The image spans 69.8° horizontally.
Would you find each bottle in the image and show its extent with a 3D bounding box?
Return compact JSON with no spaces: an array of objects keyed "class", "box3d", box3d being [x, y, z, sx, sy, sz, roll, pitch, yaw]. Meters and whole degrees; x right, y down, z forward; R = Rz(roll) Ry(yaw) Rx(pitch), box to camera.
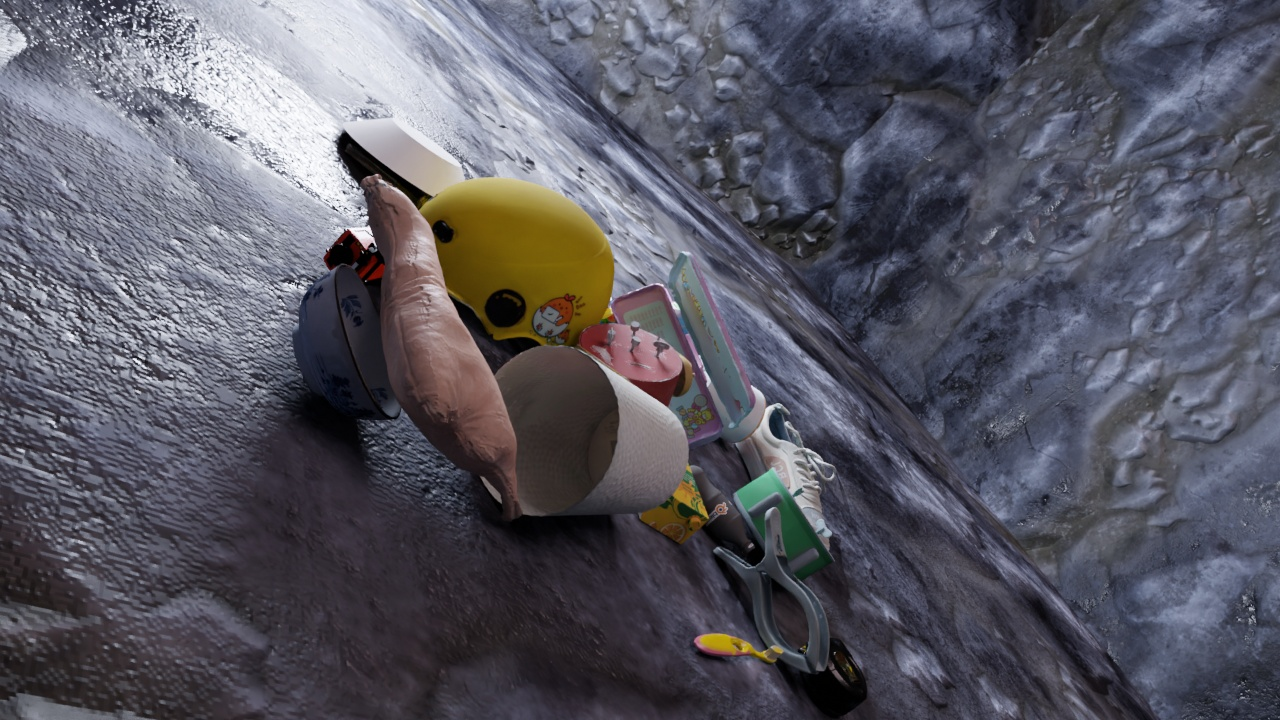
[{"class":"bottle","box3d":[0.081,0.162,0.985,0.110,0.036,0.036,49,17,12]}]

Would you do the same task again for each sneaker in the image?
[{"class":"sneaker","box3d":[0.202,0.149,1.221,0.089,0.091,0.242,34,20,-36]}]

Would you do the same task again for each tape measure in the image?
[{"class":"tape measure","box3d":[0.187,0.305,0.892,0.071,0.042,0.072,28,26,-54]}]

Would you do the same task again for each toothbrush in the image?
[{"class":"toothbrush","box3d":[0.089,0.256,0.814,0.135,0.016,0.021,28,25,-47]}]

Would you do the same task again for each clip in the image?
[{"class":"clip","box3d":[0.127,0.234,0.900,0.027,0.091,0.162,27,38,-49]}]

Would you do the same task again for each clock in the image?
[{"class":"clock","box3d":[0.165,0.185,1.044,0.122,0.075,0.161,57,3,7]},{"class":"clock","box3d":[-0.006,0.006,0.965,0.117,0.081,0.158,34,32,27]}]

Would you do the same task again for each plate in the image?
[{"class":"plate","box3d":[-0.258,-0.238,1.068,0.174,0.036,0.174,36,10,-7]}]

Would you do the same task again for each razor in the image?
[{"class":"razor","box3d":[-0.280,-0.201,1.010,0.106,0.026,0.042,38,18,-9]}]

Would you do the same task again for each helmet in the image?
[{"class":"helmet","box3d":[-0.124,-0.120,0.981,0.240,0.140,0.209,33,20,-35]}]

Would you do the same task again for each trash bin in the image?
[{"class":"trash bin","box3d":[-0.039,0.069,0.768,0.133,0.133,0.161,54,14,27]}]

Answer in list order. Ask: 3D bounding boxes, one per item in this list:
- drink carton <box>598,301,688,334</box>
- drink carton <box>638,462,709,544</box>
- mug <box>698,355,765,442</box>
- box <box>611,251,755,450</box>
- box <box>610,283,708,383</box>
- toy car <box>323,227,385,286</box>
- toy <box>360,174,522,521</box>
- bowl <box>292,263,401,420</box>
[{"class":"drink carton","box3d":[0.000,-0.050,1.163,0.044,0.129,0.039,-91,176,-67]},{"class":"drink carton","box3d":[0.023,0.125,0.927,0.058,0.041,0.122,36,18,-30]},{"class":"mug","box3d":[0.104,0.052,1.230,0.105,0.082,0.082,35,20,-31]},{"class":"box","box3d":[0.054,-0.009,1.080,0.062,0.140,0.214,10,52,-52]},{"class":"box","box3d":[0.028,-0.005,1.220,0.230,0.084,0.091,-111,180,-55]},{"class":"toy car","box3d":[-0.231,-0.089,0.799,0.049,0.051,0.100,48,16,2]},{"class":"toy","box3d":[-0.157,-0.019,0.709,0.264,0.065,0.196,-116,-177,-48]},{"class":"bowl","box3d":[-0.207,-0.006,0.633,0.114,0.045,0.114,160,-87,-88]}]
